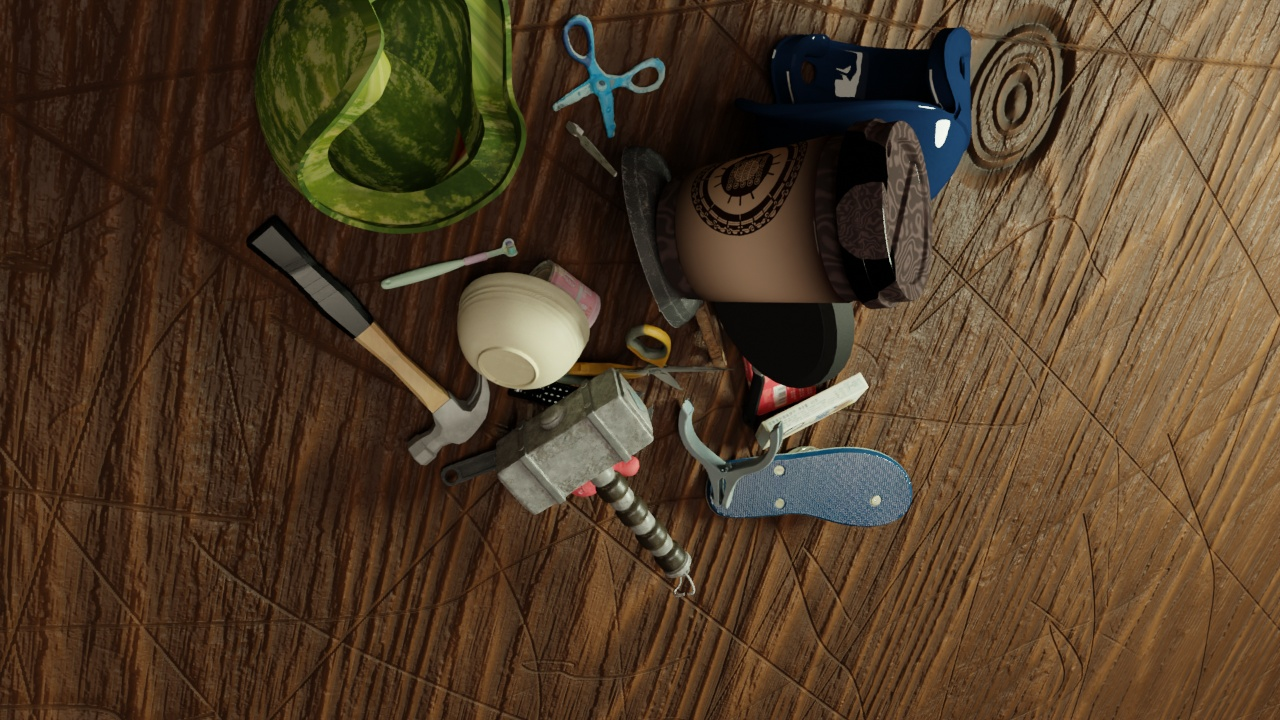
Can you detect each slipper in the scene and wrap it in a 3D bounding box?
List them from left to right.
[{"bbox_3d":[0.234,0.171,1.285,0.295,0.060,0.118,1,107,-6],"label":"slipper"}]

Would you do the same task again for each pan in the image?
[{"bbox_3d":[0.055,-0.094,1.052,0.040,0.207,0.357,-15,142,15],"label":"pan"},{"bbox_3d":[0.148,-0.028,1.100,0.034,0.225,0.357,-27,146,-26],"label":"pan"}]

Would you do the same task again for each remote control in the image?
[{"bbox_3d":[-0.094,0.044,1.136,0.140,0.009,0.030,15,107,-25],"label":"remote control"}]

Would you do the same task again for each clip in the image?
[{"bbox_3d":[0.120,0.108,1.186,0.166,0.032,0.164,-31,101,36],"label":"clip"}]

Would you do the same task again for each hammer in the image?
[{"bbox_3d":[-0.297,-0.026,1.019,0.131,0.039,0.328,-41,119,-1],"label":"hammer"},{"bbox_3d":[-0.015,0.175,1.113,0.177,0.079,0.326,-33,117,9],"label":"hammer"}]

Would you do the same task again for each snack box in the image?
[{"bbox_3d":[0.180,0.000,1.209,0.089,0.021,0.133,-20,118,-11],"label":"snack box"},{"bbox_3d":[0.227,0.068,1.225,0.150,0.082,0.026,-27,75,-8],"label":"snack box"}]

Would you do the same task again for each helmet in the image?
[{"bbox_3d":[-0.229,-0.251,0.830,0.244,0.246,0.213,-20,149,35],"label":"helmet"},{"bbox_3d":[0.226,-0.246,0.989,0.271,0.233,0.223,-2,103,-44],"label":"helmet"}]

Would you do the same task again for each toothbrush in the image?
[{"bbox_3d":[-0.213,-0.106,1.025,0.154,0.015,0.022,-18,83,-12],"label":"toothbrush"},{"bbox_3d":[-0.048,-0.217,0.941,0.010,0.181,0.010,18,111,-29],"label":"toothbrush"}]

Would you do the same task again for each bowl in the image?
[{"bbox_3d":[-0.137,-0.018,1.013,0.151,0.075,0.151,9,142,7],"label":"bowl"}]

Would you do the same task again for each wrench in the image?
[{"bbox_3d":[-0.114,0.099,1.127,0.273,0.018,0.073,-20,84,-2],"label":"wrench"}]

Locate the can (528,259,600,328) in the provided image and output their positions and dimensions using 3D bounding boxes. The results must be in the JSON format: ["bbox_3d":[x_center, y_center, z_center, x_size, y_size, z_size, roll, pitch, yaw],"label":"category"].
[{"bbox_3d":[-0.093,-0.068,1.055,0.076,0.067,0.067,36,97,-28],"label":"can"}]

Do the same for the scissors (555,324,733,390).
[{"bbox_3d":[-0.005,0.006,1.090,0.230,0.016,0.225,-7,159,15],"label":"scissors"}]

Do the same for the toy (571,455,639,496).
[{"bbox_3d":[-0.069,0.130,1.161,0.135,0.045,0.092,-6,111,-10],"label":"toy"}]

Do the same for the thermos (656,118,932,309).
[{"bbox_3d":[0.144,-0.129,0.878,0.172,0.227,0.172,5,84,-58],"label":"thermos"}]

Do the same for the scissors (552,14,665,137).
[{"bbox_3d":[-0.041,-0.314,1.000,0.134,0.011,0.140,-28,119,-4],"label":"scissors"}]
